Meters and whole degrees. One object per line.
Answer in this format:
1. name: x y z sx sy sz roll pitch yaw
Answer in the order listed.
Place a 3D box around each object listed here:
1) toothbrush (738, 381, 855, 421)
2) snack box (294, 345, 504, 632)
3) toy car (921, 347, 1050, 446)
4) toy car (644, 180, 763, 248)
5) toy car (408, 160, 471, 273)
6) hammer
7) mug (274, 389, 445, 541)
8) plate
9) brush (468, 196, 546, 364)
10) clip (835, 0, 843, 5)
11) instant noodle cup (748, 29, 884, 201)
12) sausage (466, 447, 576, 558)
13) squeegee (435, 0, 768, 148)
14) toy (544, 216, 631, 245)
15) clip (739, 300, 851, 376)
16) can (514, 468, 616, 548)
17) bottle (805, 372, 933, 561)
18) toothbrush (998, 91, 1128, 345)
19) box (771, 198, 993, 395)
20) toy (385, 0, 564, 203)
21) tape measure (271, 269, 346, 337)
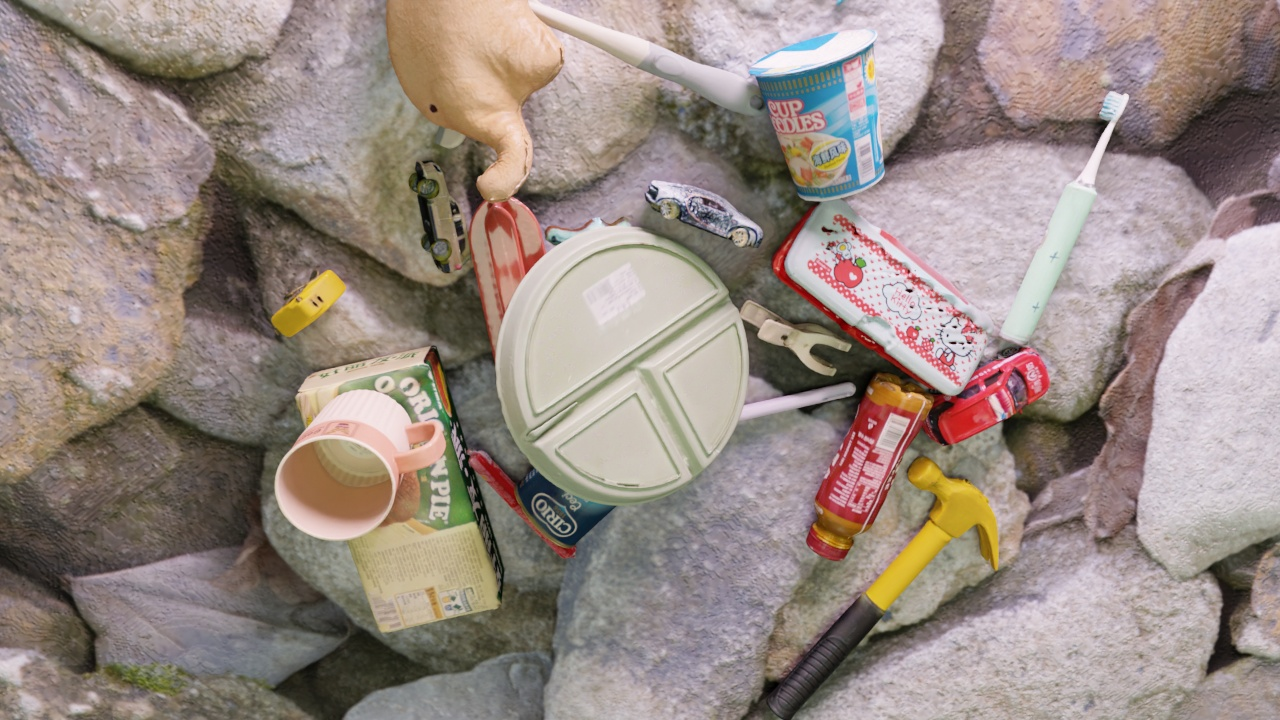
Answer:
1. toothbrush: 0.102 0.042 0.826 0.189 0.021 0.029 -11 147 -2
2. snack box: -0.204 0.115 0.803 0.114 0.063 0.240 -13 109 0
3. toy car: 0.311 0.034 0.826 0.120 0.045 0.053 -31 109 4
4. toy car: 0.054 -0.121 0.751 0.105 0.049 0.031 21 109 -12
5. toy car: -0.162 -0.117 0.740 0.035 0.042 0.090 -20 116 -21
6. hammer: 0.229 0.237 0.894 0.128 0.032 0.301 35 103 -13
7. mug: -0.205 0.072 0.698 0.114 0.105 0.082 -15 108 1
8. plate: -0.004 0.004 0.743 0.229 0.028 0.230 0 90 -29
9. brush: -0.102 -0.063 0.747 0.063 0.069 0.146 -11 109 -2
10. clip: 0.165 -0.307 0.715 0.041 0.014 0.056 36 104 -15
11. instant noodle cup: 0.146 -0.188 0.716 0.099 0.099 0.110 -19 116 2
12. sausage: -0.106 0.131 0.831 0.020 0.020 0.156 -35 116 7
13. squeegee: -0.007 -0.240 0.711 0.246 0.039 0.247 20 106 -11
14. toy: -0.039 -0.079 0.766 0.096 0.030 0.092 9 105 -24
15. clip: 0.134 -0.020 0.800 0.098 0.064 0.034 22 107 -19
16. can: -0.045 0.100 0.804 0.111 0.075 0.075 -43 106 9
17. bottle: 0.202 0.099 0.832 0.057 0.057 0.175 19 106 -10
18. toothbrush: 0.365 -0.118 0.787 0.027 0.026 0.225 22 107 12
19. box: 0.212 -0.053 0.777 0.201 0.068 0.091 34 102 -14
20. toy: -0.122 -0.229 0.666 0.144 0.082 0.226 6 103 29
21. tape measure: -0.269 -0.050 0.745 0.060 0.057 0.029 -20 118 45
